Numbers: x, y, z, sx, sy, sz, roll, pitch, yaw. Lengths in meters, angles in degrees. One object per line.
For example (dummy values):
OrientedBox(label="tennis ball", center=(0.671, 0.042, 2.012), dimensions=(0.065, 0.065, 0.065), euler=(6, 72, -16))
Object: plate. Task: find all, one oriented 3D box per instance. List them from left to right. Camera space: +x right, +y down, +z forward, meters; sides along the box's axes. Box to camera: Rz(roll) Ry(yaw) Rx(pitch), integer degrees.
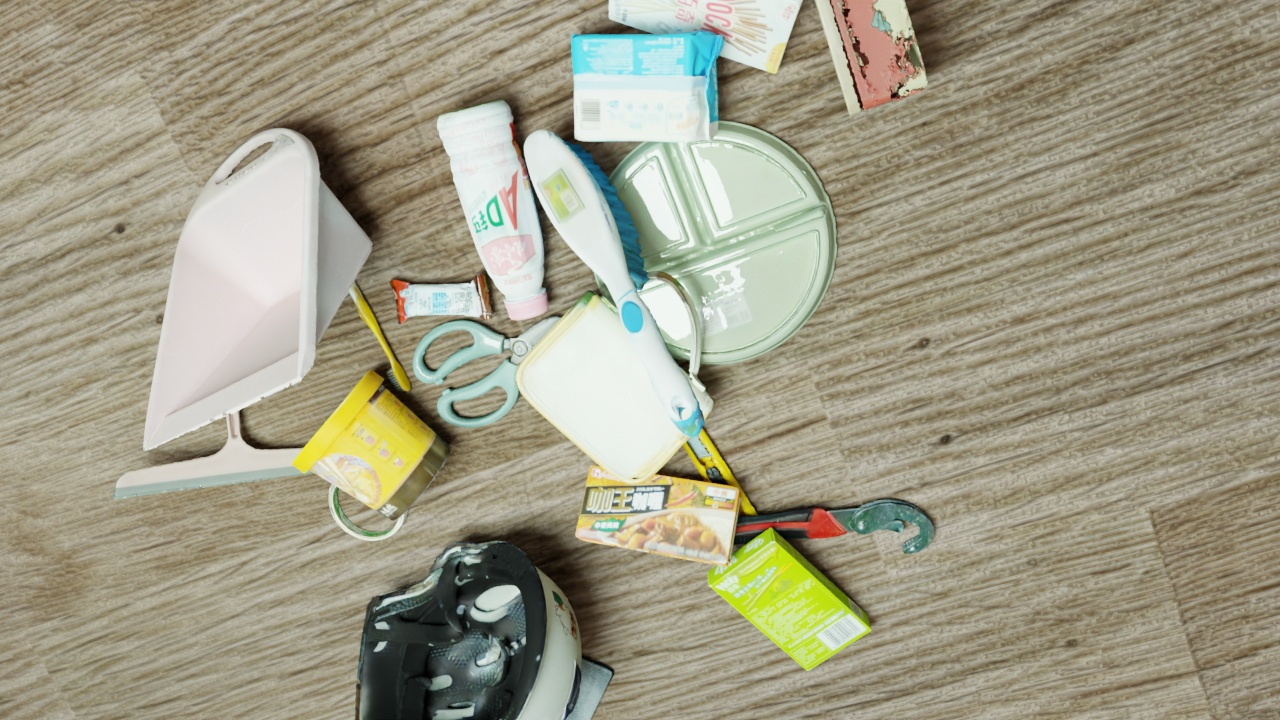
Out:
OrientedBox(label="plate", center=(0.064, -0.103, 0.846), dimensions=(0.230, 0.027, 0.230), euler=(3, 108, 9))

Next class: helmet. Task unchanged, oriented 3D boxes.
OrientedBox(label="helmet", center=(-0.157, 0.315, 0.927), dimensions=(0.275, 0.229, 0.157), euler=(-32, 137, 19))

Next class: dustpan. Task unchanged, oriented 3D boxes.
OrientedBox(label="dustpan", center=(-0.366, -0.078, 0.819), dimensions=(0.223, 0.272, 0.139), euler=(-22, 122, 26))

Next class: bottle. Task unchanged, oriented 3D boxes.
OrientedBox(label="bottle", center=(-0.129, -0.135, 0.847), dimensions=(0.068, 0.068, 0.197), euler=(-10, 109, 11))

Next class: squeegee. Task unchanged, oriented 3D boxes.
OrientedBox(label="squeegee", center=(-0.433, 0.005, 0.950), dimensions=(0.247, 0.040, 0.250), euler=(-6, 101, -5))

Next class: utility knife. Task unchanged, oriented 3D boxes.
OrientedBox(label="utility knife", center=(0.070, 0.109, 0.915), dimensions=(0.033, 0.015, 0.195), euler=(-30, 100, 13))

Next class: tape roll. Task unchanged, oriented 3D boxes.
OrientedBox(label="tape roll", center=(-0.292, 0.153, 0.986), dimensions=(0.086, 0.013, 0.086), euler=(3, 107, 8))

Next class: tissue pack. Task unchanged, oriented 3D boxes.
OrientedBox(label="tissue pack", center=(0.003, -0.235, 0.787), dimensions=(0.140, 0.063, 0.090), euler=(7, 109, 23))

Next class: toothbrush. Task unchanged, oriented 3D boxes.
OrientedBox(label="toothbrush", center=(-0.282, -0.052, 0.922), dimensions=(0.018, 0.016, 0.191), euler=(-21, 103, 23))

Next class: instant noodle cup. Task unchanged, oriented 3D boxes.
OrientedBox(label="instant noodle cup", center=(-0.262, 0.089, 0.913), dimensions=(0.114, 0.118, 0.119), euler=(39, 109, -13))

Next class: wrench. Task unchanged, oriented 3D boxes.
OrientedBox(label="wrench", center=(0.152, 0.167, 0.909), dimensions=(0.273, 0.016, 0.056), euler=(-2, 107, 4))

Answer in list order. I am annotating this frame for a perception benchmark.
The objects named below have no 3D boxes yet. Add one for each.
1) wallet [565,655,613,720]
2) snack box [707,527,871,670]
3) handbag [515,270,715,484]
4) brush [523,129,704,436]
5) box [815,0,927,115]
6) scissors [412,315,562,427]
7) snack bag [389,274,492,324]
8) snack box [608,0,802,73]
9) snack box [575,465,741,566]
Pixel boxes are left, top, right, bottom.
OrientedBox(label="wallet", center=(-0.095, 0.372, 1.022), dimensions=(0.097, 0.019, 0.121), euler=(24, 108, -1))
OrientedBox(label="snack box", center=(0.150, 0.242, 0.922), dimensions=(0.086, 0.026, 0.156), euler=(-41, 110, 19))
OrientedBox(label="handbag", center=(-0.005, 0.005, 0.859), dimensions=(0.163, 0.063, 0.179), euler=(42, 110, -5))
OrientedBox(label="brush", center=(-0.018, -0.069, 0.763), dimensions=(0.060, 0.109, 0.314), euler=(-33, 74, 11))
OrientedBox(label="box", center=(0.182, -0.291, 0.735), dimensions=(0.080, 0.091, 0.168), euler=(-17, 104, 16))
OrientedBox(label="scissors", center=(-0.155, -0.017, 0.912), dimensions=(0.132, 0.019, 0.186), euler=(43, 107, -6))
OrientedBox(label="snack bag", center=(-0.197, -0.060, 0.899), dimensions=(0.104, 0.026, 0.048), euler=(-5, 104, 10))
OrientedBox(label="snack box", center=(0.052, -0.298, 0.760), dimensions=(0.157, 0.085, 0.026), euler=(19, 68, 3))
OrientedBox(label="snack box", center=(0.018, 0.152, 0.902), dimensions=(0.154, 0.026, 0.075), euler=(7, 74, 15))
